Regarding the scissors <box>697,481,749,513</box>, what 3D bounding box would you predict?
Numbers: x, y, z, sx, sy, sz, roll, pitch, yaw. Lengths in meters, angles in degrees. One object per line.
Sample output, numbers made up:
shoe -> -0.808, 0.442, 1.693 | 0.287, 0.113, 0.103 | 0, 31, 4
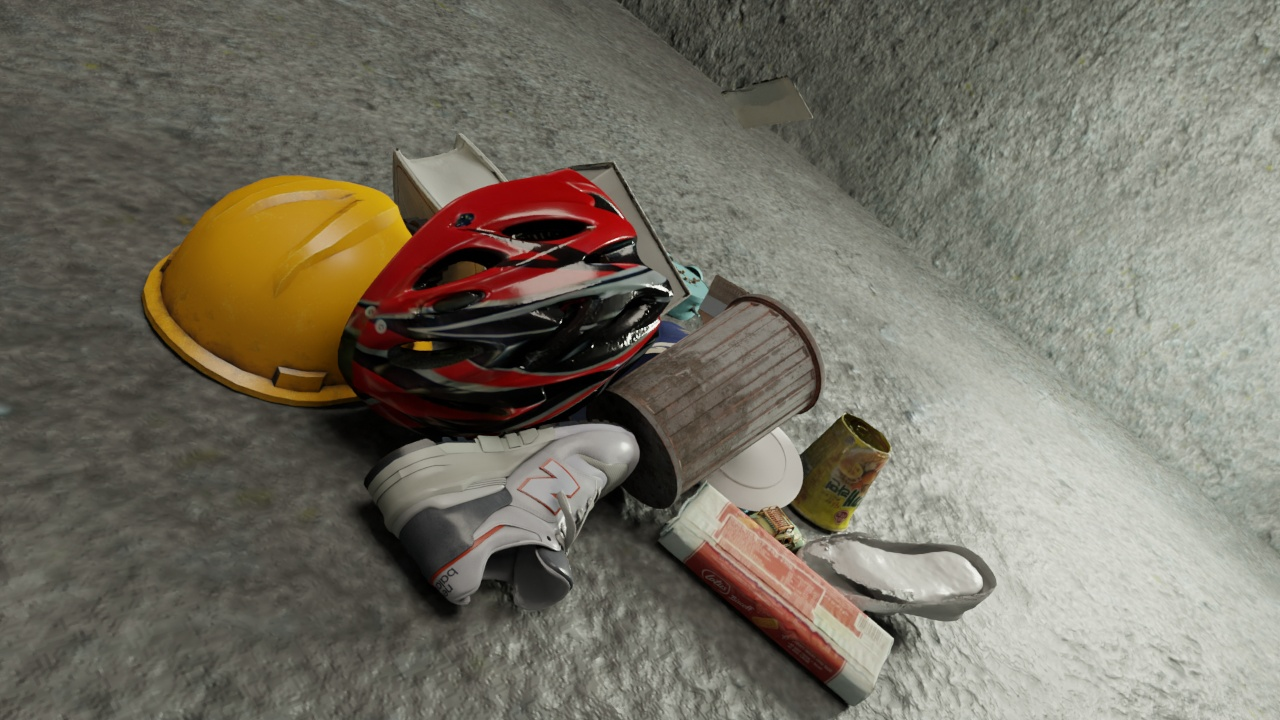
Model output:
scissors -> 0.057, 0.110, 0.957 | 0.135, 0.015, 0.135 | 33, 25, -12

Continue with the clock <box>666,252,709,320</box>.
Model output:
clock -> 0.050, -0.108, 1.289 | 0.090, 0.053, 0.124 | 25, 26, -24

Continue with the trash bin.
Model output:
trash bin -> 0.068, 0.032, 0.865 | 0.210, 0.131, 0.131 | -32, 66, -30

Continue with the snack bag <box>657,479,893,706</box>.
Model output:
snack bag -> 0.120, 0.205, 0.820 | 0.225, 0.041, 0.077 | 38, 41, 8

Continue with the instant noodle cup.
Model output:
instant noodle cup -> 0.223, 0.122, 1.032 | 0.102, 0.108, 0.102 | 27, 24, -14

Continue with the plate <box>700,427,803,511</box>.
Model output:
plate -> 0.111, 0.098, 0.967 | 0.134, 0.011, 0.134 | 12, 46, -13

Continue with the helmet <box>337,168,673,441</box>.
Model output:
helmet -> -0.102, -0.031, 0.730 | 0.271, 0.218, 0.167 | -27, 61, -33

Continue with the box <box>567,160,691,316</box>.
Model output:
box -> -0.136, -0.015, 0.987 | 0.171, 0.403, 0.169 | 43, -7, -21

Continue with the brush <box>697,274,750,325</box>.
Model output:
brush -> 0.076, -0.028, 1.068 | 0.045, 0.143, 0.008 | 30, 23, 7

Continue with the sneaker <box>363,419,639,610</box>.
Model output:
sneaker -> -0.079, 0.121, 0.686 | 0.239, 0.089, 0.124 | -1, 52, -41

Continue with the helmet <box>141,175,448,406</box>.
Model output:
helmet -> -0.257, -0.081, 0.750 | 0.205, 0.132, 0.254 | 42, 26, 12

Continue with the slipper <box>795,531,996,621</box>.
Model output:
slipper -> 0.252, 0.222, 0.928 | 0.246, 0.075, 0.112 | 11, 20, -31

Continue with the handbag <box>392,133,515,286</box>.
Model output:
handbag -> -0.167, -0.117, 0.922 | 0.096, 0.142, 0.198 | -25, 60, -28

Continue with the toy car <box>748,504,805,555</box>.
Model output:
toy car -> 0.127, 0.168, 0.898 | 0.111, 0.047, 0.047 | 0, 43, -47

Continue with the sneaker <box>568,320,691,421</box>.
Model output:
sneaker -> -0.004, 0.006, 0.976 | 0.232, 0.091, 0.118 | -9, 29, -34
